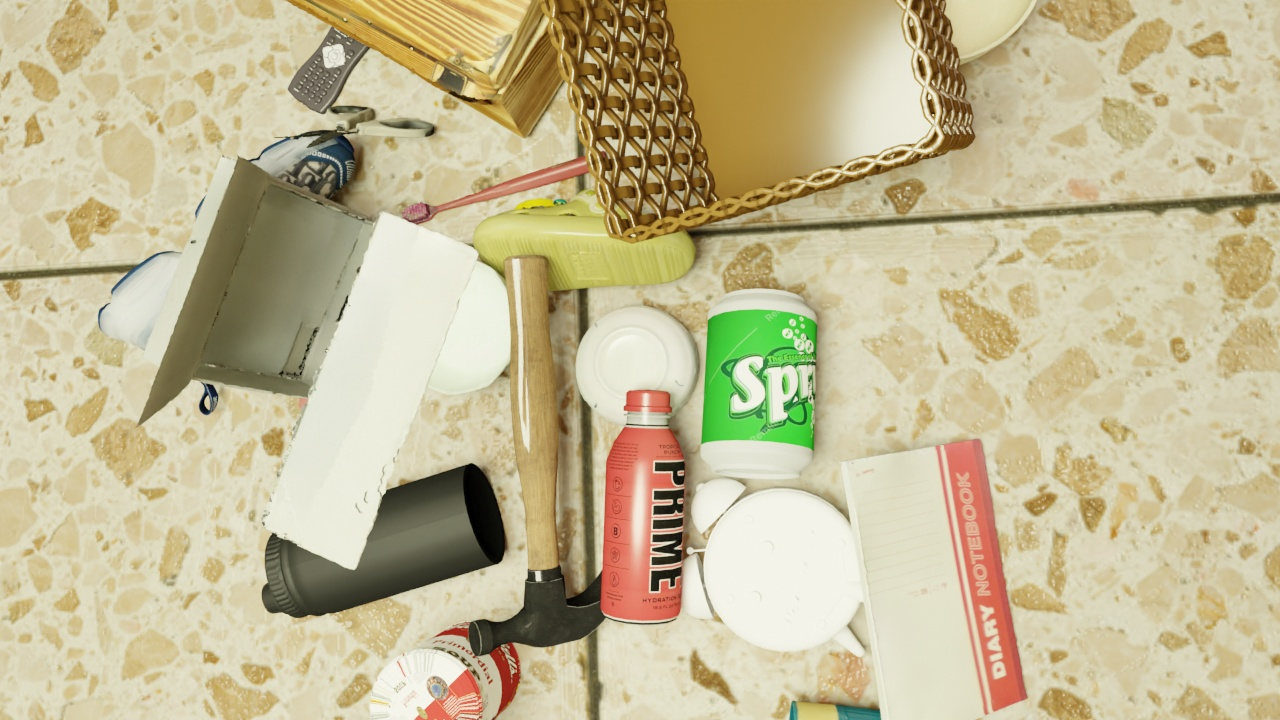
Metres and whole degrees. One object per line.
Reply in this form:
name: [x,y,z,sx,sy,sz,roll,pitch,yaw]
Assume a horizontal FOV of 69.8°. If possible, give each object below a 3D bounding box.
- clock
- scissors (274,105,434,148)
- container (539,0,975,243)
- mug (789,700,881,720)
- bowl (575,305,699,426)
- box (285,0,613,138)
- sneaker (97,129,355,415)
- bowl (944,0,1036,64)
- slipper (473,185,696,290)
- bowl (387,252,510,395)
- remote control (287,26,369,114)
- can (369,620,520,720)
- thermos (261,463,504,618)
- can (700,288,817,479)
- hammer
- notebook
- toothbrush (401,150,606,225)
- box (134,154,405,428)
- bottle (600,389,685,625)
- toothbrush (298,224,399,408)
clock: [0.111,0.164,0.727,0.161,0.073,0.125,14,87,9]
scissors: [-0.237,-0.196,0.774,0.154,0.163,0.013,0,115,-24]
container: [0.085,-0.239,0.637,0.220,0.213,0.251,-13,97,27]
mug: [0.168,0.323,0.709,0.107,0.083,0.114,2,108,5]
bowl: [-0.005,0.004,0.766,0.105,0.054,0.105,0,87,8]
box: [-0.169,-0.362,0.762,0.279,0.168,0.245,31,90,7]
sneaker: [-0.332,-0.080,0.807,0.269,0.103,0.132,-44,96,3]
bowl: [0.239,-0.301,0.745,0.151,0.075,0.150,-1,86,8]
slipper: [-0.046,-0.109,0.762,0.191,0.092,0.081,3,66,16]
bowl: [-0.149,-0.033,0.779,0.117,0.061,0.117,2,98,13]
remote control: [-0.276,-0.288,0.847,0.046,0.009,0.124,35,91,9]
can: [-0.152,0.263,0.732,0.087,0.116,0.086,-1,85,7]
thermos: [-0.222,0.156,0.766,0.199,0.086,0.086,-18,83,6]
can: [0.094,0.020,0.725,0.088,0.088,0.139,2,77,8]
hammer: [-0.077,0.070,0.729,0.132,0.040,0.305,-4,91,-31]
notebook: [0.226,0.171,0.699,0.152,0.012,0.208,-5,84,-31]
toothbrush: [-0.121,-0.153,0.812,0.190,0.016,0.016,-15,83,6]
box: [-0.294,-0.057,0.586,0.119,0.478,0.166,22,92,3]
bottle: [0.003,0.111,0.714,0.062,0.062,0.176,2,88,8]
toothbrush: [-0.265,-0.039,0.824,0.015,0.015,0.184,28,91,16]
